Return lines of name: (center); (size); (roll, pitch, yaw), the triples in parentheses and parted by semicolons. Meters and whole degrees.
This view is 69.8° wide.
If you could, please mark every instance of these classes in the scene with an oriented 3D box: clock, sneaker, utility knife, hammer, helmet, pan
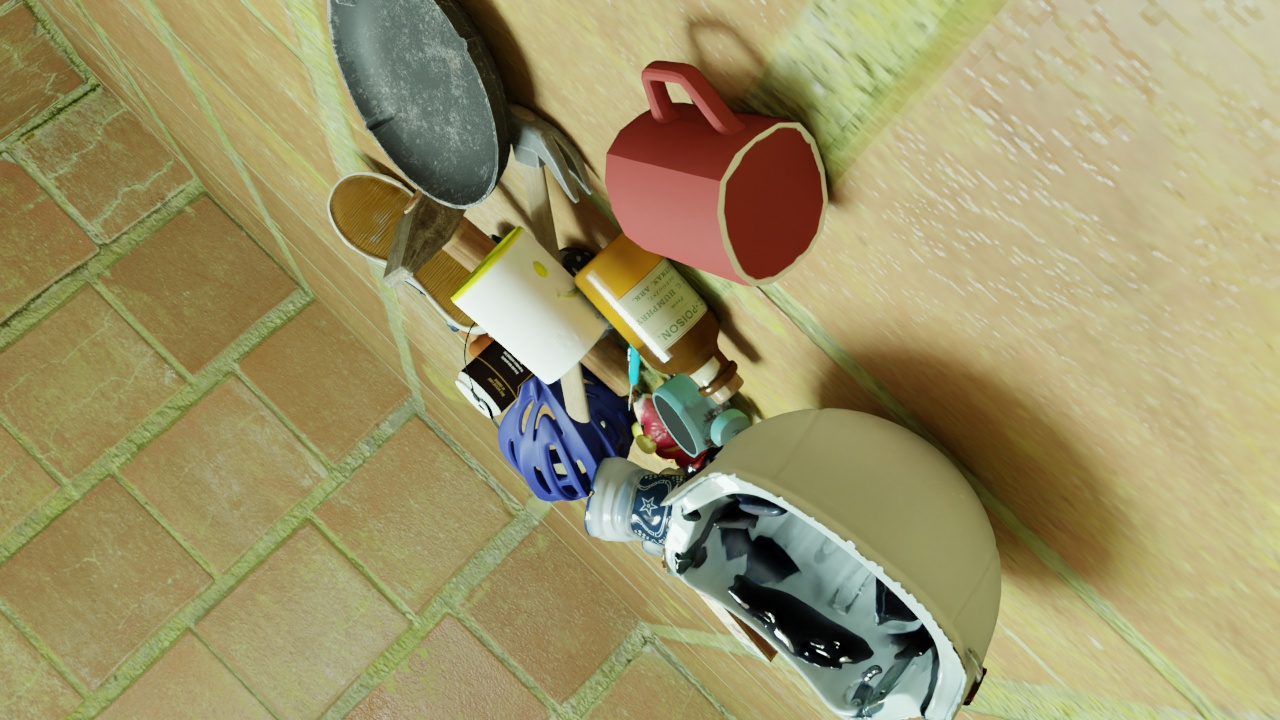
clock: (-0.052, -0.065, 0.863); (0.091, 0.043, 0.123); (54, 156, -14)
clock: (0.062, 0.058, 0.859); (0.124, 0.053, 0.090); (50, 166, 25)
sneaker: (0.062, 0.168, 0.987); (0.133, 0.103, 0.269); (6, 169, 33)
utility knife: (-0.005, 0.005, 0.911); (0.159, 0.015, 0.022); (95, 169, -51)
hammer: (-0.110, -0.058, 0.914); (0.037, 0.157, 0.300); (-23, 127, 41)
helmet: (0.147, 0.125, 0.644); (0.236, 0.163, 0.264); (36, 155, 15)
sneaker: (-0.273, -0.129, 1.174); (0.294, 0.121, 0.127); (39, -175, 12)
helmet: (-0.108, 0.049, 1.054); (0.227, 0.147, 0.242); (51, 168, 24)
pan: (-0.206, -0.283, 0.702); (0.208, 0.040, 0.357); (-7, 116, 55)
hammer: (-0.079, -0.067, 0.816); (0.119, 0.030, 0.332); (29, 140, 34)

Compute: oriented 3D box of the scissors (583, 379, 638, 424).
scissors: (-0.027, 0.062, 1.149); (0.225, 0.016, 0.166); (21, 151, 52)

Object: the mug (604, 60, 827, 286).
mug: (0.037, -0.108, 0.507); (0.097, 0.080, 0.116); (27, 148, 46)

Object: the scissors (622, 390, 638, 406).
scissors: (-0.004, 0.040, 1.057); (0.133, 0.012, 0.084); (25, 152, 39)

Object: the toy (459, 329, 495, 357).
toy: (-0.244, -0.058, 1.300); (0.127, 0.065, 0.095); (47, 166, 12)

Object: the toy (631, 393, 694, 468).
toy: (0.034, 0.086, 0.986); (0.105, 0.067, 0.137); (24, 163, 16)

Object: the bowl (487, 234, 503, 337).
bowl: (-0.139, -0.080, 0.984); (0.110, 0.055, 0.110); (177, 91, -75)

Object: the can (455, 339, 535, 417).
can: (-0.159, 0.004, 1.130); (0.072, 0.128, 0.072); (40, 163, 15)

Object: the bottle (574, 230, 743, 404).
bottle: (0.022, -0.030, 0.736); (0.157, 0.067, 0.068); (47, 163, -7)

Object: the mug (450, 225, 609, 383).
mug: (-0.088, -0.045, 0.751); (0.106, 0.082, 0.083); (43, 164, -13)

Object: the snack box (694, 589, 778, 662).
snack box: (0.118, 0.183, 0.874); (0.147, 0.143, 0.041); (52, 160, -22)
